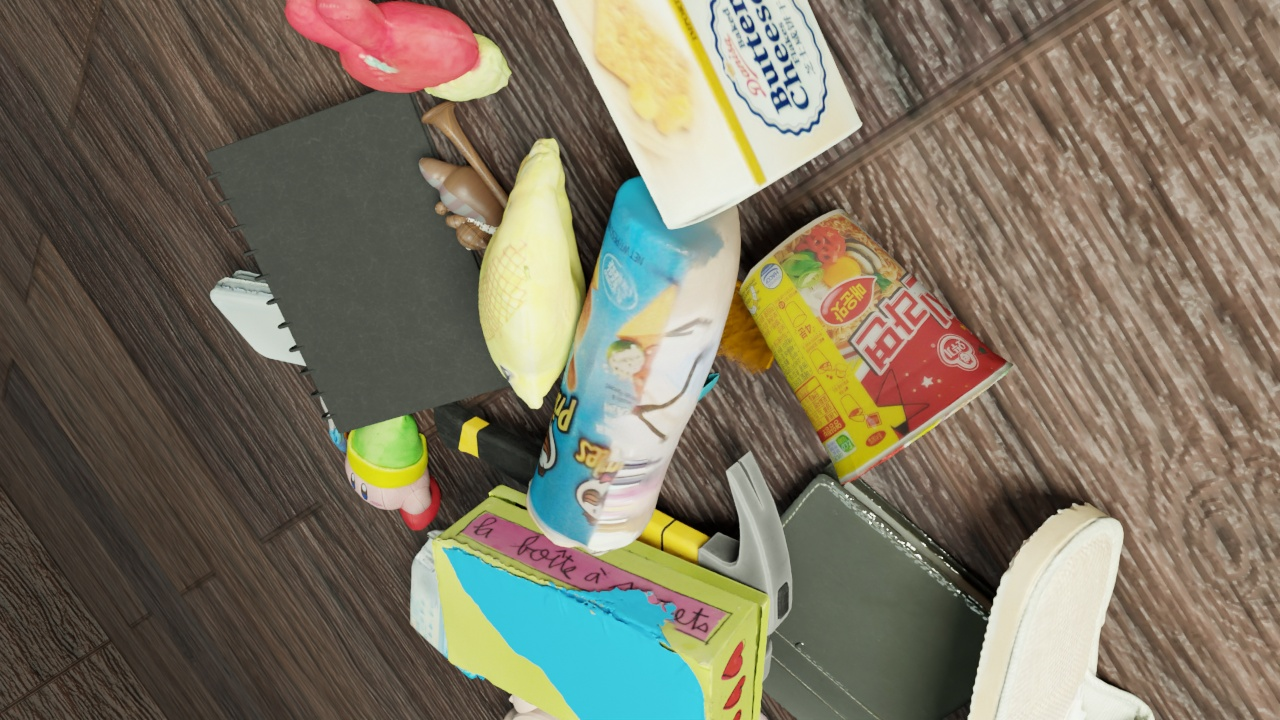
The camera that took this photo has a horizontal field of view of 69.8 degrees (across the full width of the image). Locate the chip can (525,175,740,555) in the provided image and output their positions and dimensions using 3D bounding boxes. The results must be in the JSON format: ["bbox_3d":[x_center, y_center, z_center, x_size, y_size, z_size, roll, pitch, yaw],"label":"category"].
[{"bbox_3d":[-0.005,0.013,0.513,0.080,0.079,0.230,35,131,19],"label":"chip can"}]

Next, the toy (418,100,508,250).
[{"bbox_3d":[-0.119,-0.118,0.621,0.055,0.041,0.102,-31,103,25],"label":"toy"}]

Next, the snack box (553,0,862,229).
[{"bbox_3d":[0.015,-0.175,0.416,0.058,0.104,0.208,-17,105,46],"label":"snack box"}]

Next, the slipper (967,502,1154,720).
[{"bbox_3d":[0.219,0.200,0.486,0.054,0.114,0.273,33,136,55],"label":"slipper"}]

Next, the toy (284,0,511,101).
[{"bbox_3d":[-0.138,-0.183,0.536,0.092,0.135,0.045,0,86,42],"label":"toy"}]

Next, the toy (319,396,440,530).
[{"bbox_3d":[-0.227,0.075,0.831,0.124,0.096,0.132,38,155,25],"label":"toy"}]

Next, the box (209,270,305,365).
[{"bbox_3d":[-0.280,-0.026,0.793,0.214,0.063,0.118,15,156,33],"label":"box"}]

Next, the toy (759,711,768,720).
[{"bbox_3d":[0.070,0.289,0.718,0.110,0.047,0.064,23,123,41],"label":"toy"}]

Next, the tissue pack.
[{"bbox_3d":[-0.172,0.234,0.884,0.093,0.061,0.145,32,131,25],"label":"tissue pack"}]

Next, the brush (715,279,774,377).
[{"bbox_3d":[0.030,-0.041,0.556,0.126,0.017,0.048,35,135,19],"label":"brush"}]

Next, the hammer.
[{"bbox_3d":[-0.035,0.095,0.658,0.325,0.034,0.170,22,127,32],"label":"hammer"}]

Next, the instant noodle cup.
[{"bbox_3d":[0.108,-0.012,0.456,0.112,0.100,0.101,55,139,10],"label":"instant noodle cup"}]

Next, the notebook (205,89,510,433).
[{"bbox_3d":[-0.205,-0.067,0.684,0.169,0.019,0.231,-15,109,12],"label":"notebook"}]

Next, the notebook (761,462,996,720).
[{"bbox_3d":[0.132,0.175,0.601,0.169,0.029,0.210,41,133,11],"label":"notebook"}]

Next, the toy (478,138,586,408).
[{"bbox_3d":[-0.063,-0.050,0.540,0.064,0.170,0.155,4,97,-7],"label":"toy"}]

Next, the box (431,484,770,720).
[{"bbox_3d":[-0.028,0.180,0.613,0.221,0.079,0.124,13,121,29],"label":"box"}]

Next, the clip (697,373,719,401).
[{"bbox_3d":[-0.006,0.001,0.611,0.120,0.033,0.118,-7,115,43],"label":"clip"}]

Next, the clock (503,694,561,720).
[{"bbox_3d":[-0.072,0.383,0.884,0.160,0.086,0.131,41,137,23],"label":"clock"}]
